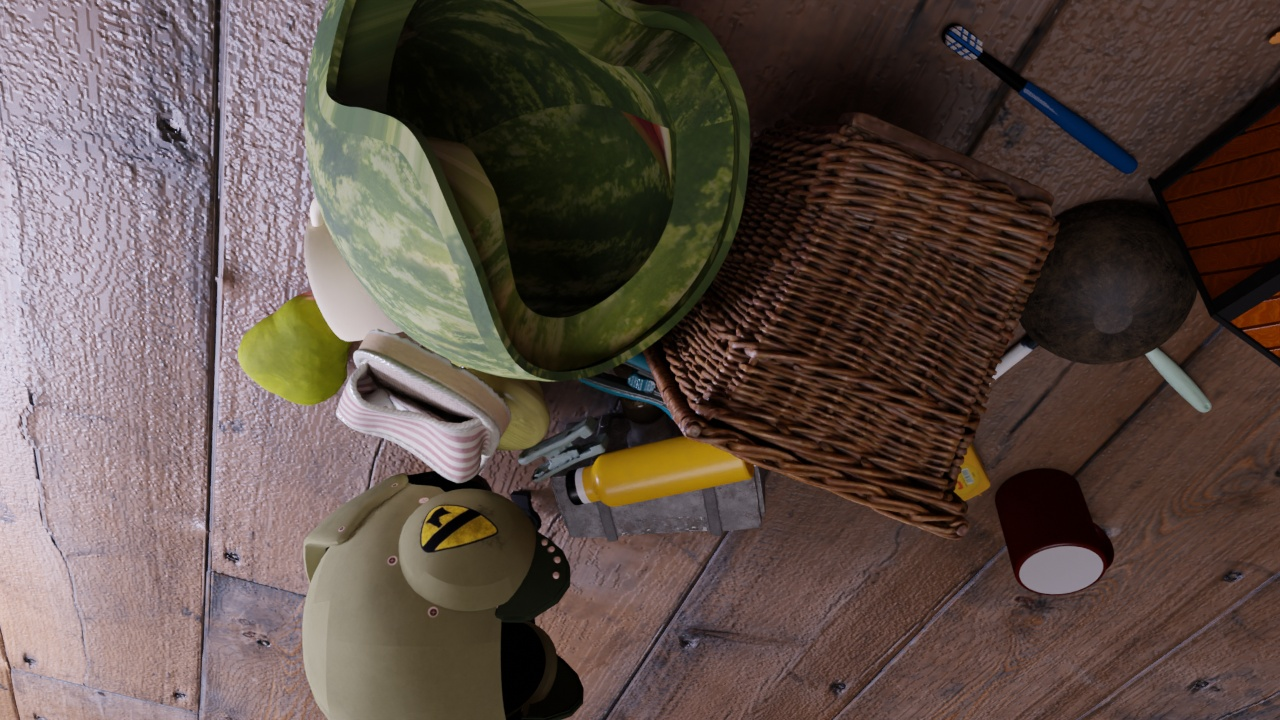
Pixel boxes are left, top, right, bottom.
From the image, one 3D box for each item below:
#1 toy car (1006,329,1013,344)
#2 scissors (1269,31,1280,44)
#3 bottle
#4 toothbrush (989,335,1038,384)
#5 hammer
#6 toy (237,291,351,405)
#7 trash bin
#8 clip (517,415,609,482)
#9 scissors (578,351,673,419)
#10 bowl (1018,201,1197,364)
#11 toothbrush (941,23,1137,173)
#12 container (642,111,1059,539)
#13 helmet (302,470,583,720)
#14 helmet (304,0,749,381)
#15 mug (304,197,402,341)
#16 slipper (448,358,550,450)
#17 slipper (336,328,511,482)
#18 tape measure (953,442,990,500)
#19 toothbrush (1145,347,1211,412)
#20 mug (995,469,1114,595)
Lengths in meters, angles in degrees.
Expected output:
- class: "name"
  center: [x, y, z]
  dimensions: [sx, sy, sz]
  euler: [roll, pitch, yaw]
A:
- class: "toy car"
  center: [0.230, -0.018, 0.684]
  dimensions: [0.070, 0.061, 0.170]
  euler: [10, 131, -2]
- class: "scissors"
  center: [0.429, -0.214, 0.524]
  dimensions: [0.125, 0.011, 0.131]
  euler: [-20, 126, 21]
- class: "bottle"
  center: [0.013, 0.085, 0.710]
  dimensions: [0.144, 0.043, 0.043]
  euler: [-14, 128, 16]
- class: "toothbrush"
  center: [0.298, -0.013, 0.715]
  dimensions: [0.017, 0.012, 0.187]
  euler: [36, 127, -6]
- class: "hammer"
  center: [-0.004, 0.005, 0.730]
  dimensions: [0.177, 0.079, 0.327]
  euler: [-5, 124, 11]
- class: "toy"
  center: [-0.276, -0.011, 0.759]
  dimensions: [0.090, 0.051, 0.110]
  euler: [34, 123, -24]
- class: "trash bin"
  center: [0.438, -0.089, 0.538]
  dimensions: [0.139, 0.139, 0.172]
  euler: [29, 133, -17]
- class: "clip"
  center: [-0.063, 0.071, 0.729]
  dimensions: [0.076, 0.023, 0.044]
  euler: [-28, 106, 25]
- class: "scissors"
  center: [0.010, 0.021, 0.683]
  dimensions: [0.146, 0.019, 0.133]
  euler: [-24, 109, 24]
- class: "bowl"
  center: [0.325, -0.043, 0.640]
  dimensions: [0.121, 0.056, 0.121]
  euler: [8, 124, 12]
- class: "toothbrush"
  center: [0.258, -0.165, 0.586]
  dimensions: [0.167, 0.014, 0.014]
  euler: [28, 117, -16]
- class: "container"
  center: [0.114, -0.042, 0.554]
  dimensions: [0.162, 0.250, 0.183]
  euler: [20, 101, -10]
- class: "helmet"
  center: [-0.167, 0.200, 0.779]
  dimensions: [0.233, 0.255, 0.251]
  euler: [0, 130, 2]
- class: "helmet"
  center: [-0.077, -0.114, 0.529]
  dimensions: [0.212, 0.247, 0.244]
  euler: [-28, 149, -21]
- class: "mug"
  center: [-0.177, -0.079, 0.657]
  dimensions: [0.100, 0.096, 0.120]
  euler: [-12, 134, 2]
- class: "slipper"
  center: [-0.133, 0.027, 0.760]
  dimensions: [0.091, 0.081, 0.191]
  euler: [39, 150, -25]
- class: "slipper"
  center: [-0.155, 0.047, 0.651]
  dimensions: [0.115, 0.052, 0.263]
  euler: [25, 161, -1]
- class: "tape measure"
  center: [0.268, 0.097, 0.800]
  dimensions: [0.059, 0.030, 0.068]
  euler: [-22, 122, 24]
- class: "toothbrush"
  center: [0.398, -0.004, 0.708]
  dimensions: [0.154, 0.015, 0.022]
  euler: [37, 95, -23]
- class: "mug"
  center: [0.371, 0.155, 0.804]
  dimensions: [0.105, 0.082, 0.073]
  euler: [21, 130, -11]
